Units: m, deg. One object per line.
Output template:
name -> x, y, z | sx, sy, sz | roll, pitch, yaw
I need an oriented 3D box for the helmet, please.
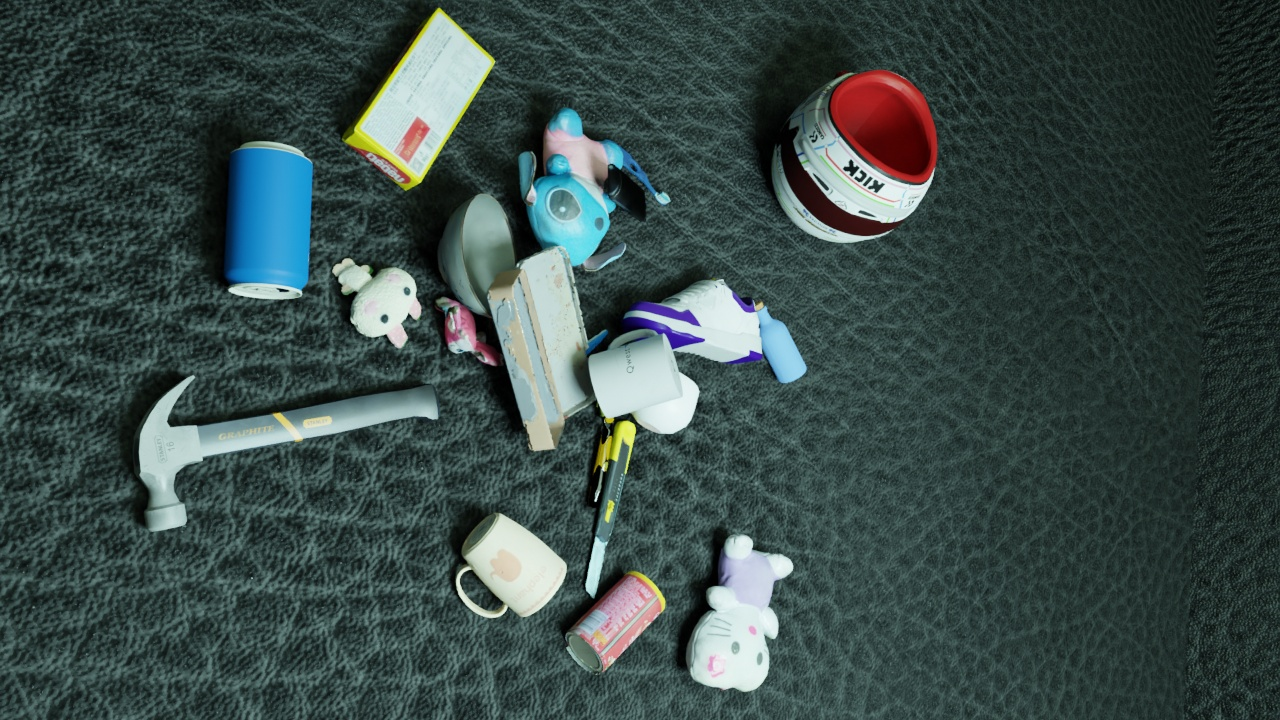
helmet -> 0.315, -0.294, 1.400 | 0.231, 0.237, 0.313 | 33, 48, -6

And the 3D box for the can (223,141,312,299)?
can -> -0.375, -0.140, 0.926 | 0.078, 0.079, 0.146 | 5, 81, -38

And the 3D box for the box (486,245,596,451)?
box -> -0.115, -0.015, 1.102 | 0.156, 0.071, 0.217 | -40, 127, -44

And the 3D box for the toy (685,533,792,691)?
toy -> 0.131, 0.354, 1.276 | 0.137, 0.086, 0.208 | 32, 64, -29

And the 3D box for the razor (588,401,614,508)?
razor -> -0.050, 0.120, 1.194 | 0.044, 0.021, 0.144 | 22, 75, -58

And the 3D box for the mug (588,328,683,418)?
mug -> -0.007, 0.007, 1.160 | 0.119, 0.096, 0.083 | -98, 168, -46

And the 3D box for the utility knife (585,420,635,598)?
utility knife -> -0.041, 0.192, 1.199 | 0.028, 0.020, 0.233 | 21, 73, -34

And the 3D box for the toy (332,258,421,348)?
toy -> -0.287, -0.067, 1.013 | 0.112, 0.050, 0.087 | 52, 56, -29

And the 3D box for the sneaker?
sneaker -> 0.081, -0.068, 1.284 | 0.243, 0.092, 0.111 | 12, 76, -41

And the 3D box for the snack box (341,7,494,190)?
snack box -> -0.254, -0.305, 1.068 | 0.092, 0.042, 0.200 | 38, 63, -29

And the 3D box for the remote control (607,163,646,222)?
remote control -> -0.013, -0.216, 1.194 | 0.140, 0.021, 0.045 | 14, 74, -74

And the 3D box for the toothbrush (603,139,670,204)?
toothbrush -> -0.005, -0.263, 1.281 | 0.132, 0.016, 0.021 | 41, 60, -29

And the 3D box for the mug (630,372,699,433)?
mug -> 0.015, 0.047, 1.219 | 0.124, 0.090, 0.076 | 32, 75, -13

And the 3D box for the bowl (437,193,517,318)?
bowl -> -0.196, -0.117, 1.066 | 0.150, 0.057, 0.150 | -5, 89, -76

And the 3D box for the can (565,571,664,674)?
can -> -0.031, 0.329, 1.158 | 0.124, 0.067, 0.067 | -38, 108, -35

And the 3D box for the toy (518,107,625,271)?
toy -> -0.090, -0.219, 1.151 | 0.224, 0.099, 0.191 | 40, 53, -52

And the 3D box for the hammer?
hammer -> -0.352, 0.073, 0.952 | 0.311, 0.035, 0.139 | -9, 89, -40

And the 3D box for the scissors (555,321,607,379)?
scissors -> -0.087, -0.008, 1.190 | 0.125, 0.014, 0.130 | -42, 114, -33

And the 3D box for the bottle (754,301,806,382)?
bottle -> 0.206, -0.032, 1.404 | 0.047, 0.048, 0.131 | -41, 110, -34

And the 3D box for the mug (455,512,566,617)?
mug -> -0.161, 0.243, 1.063 | 0.111, 0.085, 0.104 | -44, 104, -2

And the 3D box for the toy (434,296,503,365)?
toy -> -0.204, -0.025, 1.072 | 0.050, 0.065, 0.102 | -41, 117, 0
